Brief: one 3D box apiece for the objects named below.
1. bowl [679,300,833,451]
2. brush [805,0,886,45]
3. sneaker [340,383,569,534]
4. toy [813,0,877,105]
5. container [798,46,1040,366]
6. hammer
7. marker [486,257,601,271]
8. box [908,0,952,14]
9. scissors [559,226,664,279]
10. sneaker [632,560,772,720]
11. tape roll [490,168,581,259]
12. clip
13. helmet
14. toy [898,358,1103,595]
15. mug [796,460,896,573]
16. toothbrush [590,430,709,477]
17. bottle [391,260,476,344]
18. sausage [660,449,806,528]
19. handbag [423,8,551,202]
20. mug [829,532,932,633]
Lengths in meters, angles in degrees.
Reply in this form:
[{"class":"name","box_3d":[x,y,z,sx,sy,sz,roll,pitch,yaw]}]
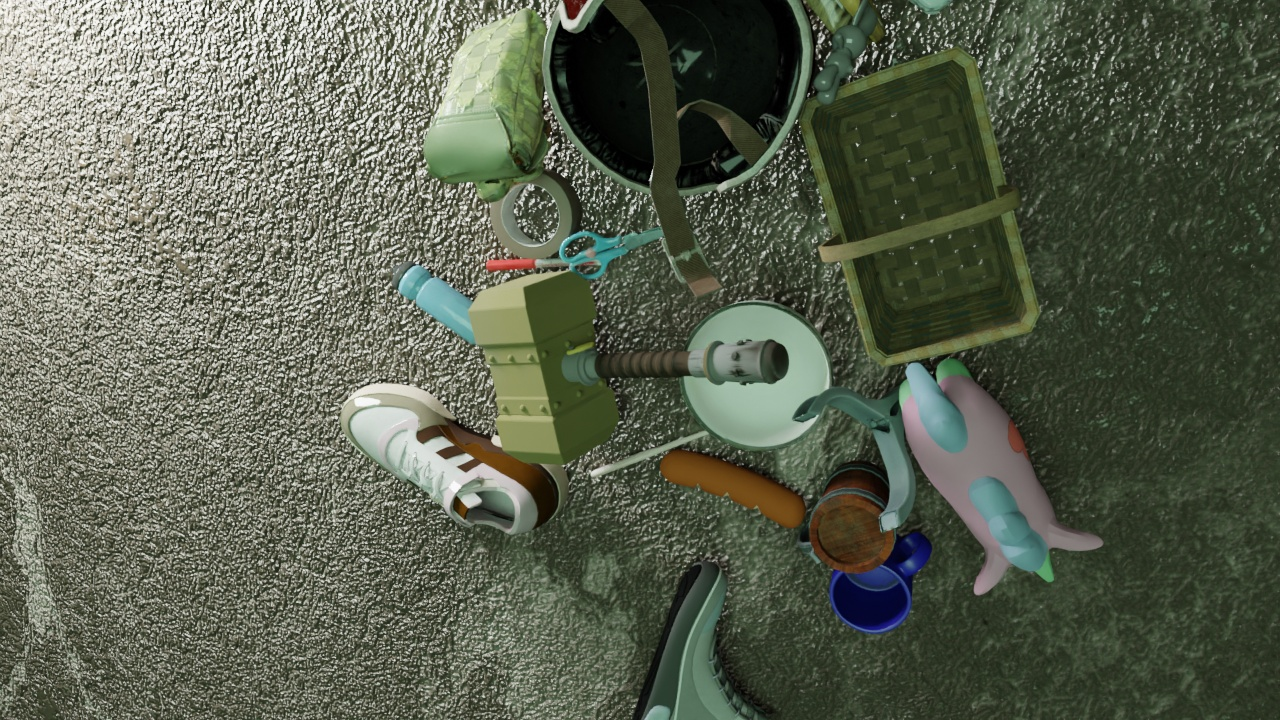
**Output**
[{"class":"bowl","box_3d":[0.121,0.009,0.929,0.153,0.072,0.153,5,108,16]},{"class":"brush","box_3d":[0.148,-0.358,0.815,0.043,0.059,0.195,-37,95,30]},{"class":"sneaker","box_3d":[-0.236,0.125,1.056,0.294,0.116,0.112,25,112,10]},{"class":"toy","box_3d":[0.172,-0.263,0.760,0.030,0.049,0.111,19,73,28]},{"class":"container","box_3d":[0.238,-0.124,0.787,0.158,0.186,0.250,-15,101,21]},{"class":"hammer","box_3d":[-0.005,0.005,0.898,0.326,0.100,0.190,-2,107,38]},{"class":"marker","box_3d":[-0.101,-0.106,0.999,0.142,0.012,0.013,-1,106,18]},{"class":"box","box_3d":[0.269,-0.401,0.739,0.130,0.105,0.211,40,114,-1]},{"class":"scissors","box_3d":[-0.017,-0.121,0.955,0.136,0.015,0.055,-15,119,14]},{"class":"sneaker","box_3d":[0.092,0.358,1.044,0.160,0.093,0.257,20,110,2]},{"class":"tape roll","box_3d":[-0.111,-0.156,0.977,0.094,0.030,0.094,5,108,17]},{"class":"clip","box_3d":[0.222,0.095,0.858,0.031,0.168,0.164,-33,69,47]},{"class":"helmet","box_3d":[0.037,-0.241,0.782,0.234,0.253,0.233,-44,110,9]},{"class":"toy","box_3d":[0.312,0.100,0.841,0.120,0.170,0.222,-31,128,23]},{"class":"mug","box_3d":[0.203,0.162,0.927,0.118,0.110,0.081,-41,91,24]},{"class":"toothbrush","box_3d":[0.019,0.096,1.020,0.181,0.015,0.018,-24,91,22]},{"class":"bottle","box_3d":[-0.228,-0.069,1.036,0.130,0.040,0.040,35,113,5]},{"class":"sausage","box_3d":[0.100,0.135,0.992,0.164,0.039,0.044,20,111,11]},{"class":"handbag","box_3d":[-0.133,-0.247,0.914,0.113,0.117,0.186,1,69,27]},{"class":"mug","box_3d":[0.251,0.215,0.943,0.111,0.083,0.079,-42,91,24]}]
